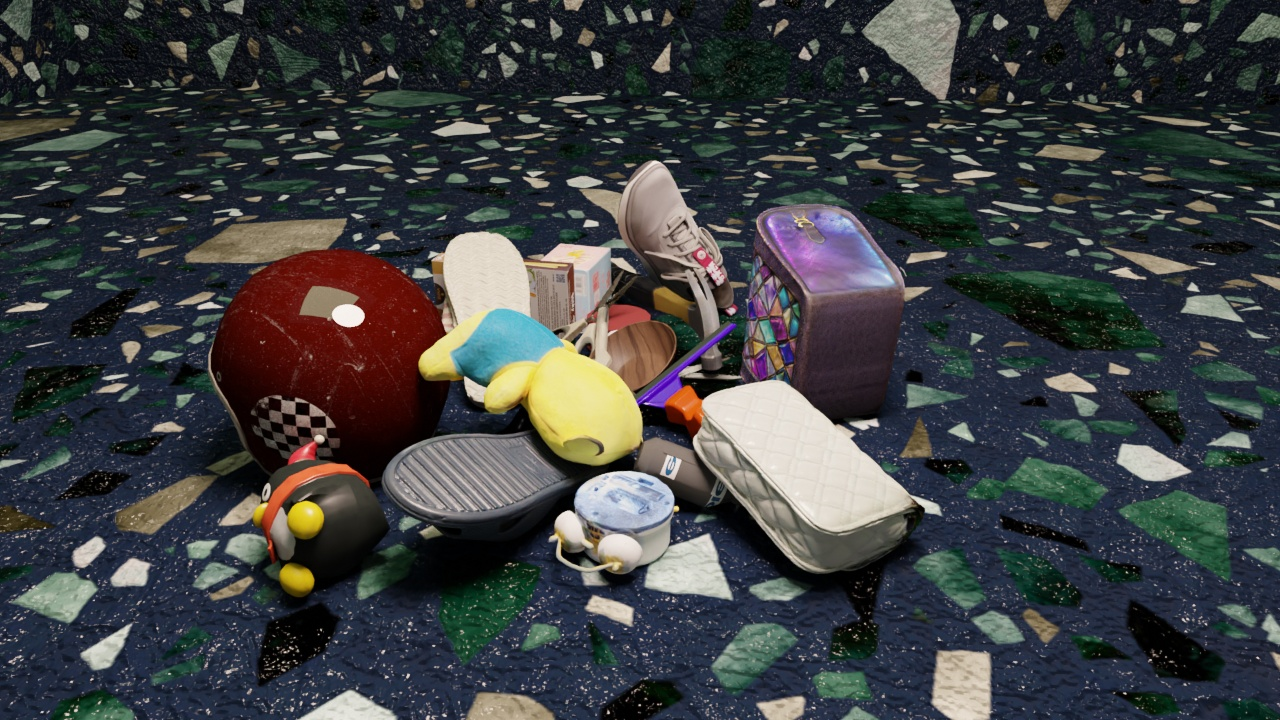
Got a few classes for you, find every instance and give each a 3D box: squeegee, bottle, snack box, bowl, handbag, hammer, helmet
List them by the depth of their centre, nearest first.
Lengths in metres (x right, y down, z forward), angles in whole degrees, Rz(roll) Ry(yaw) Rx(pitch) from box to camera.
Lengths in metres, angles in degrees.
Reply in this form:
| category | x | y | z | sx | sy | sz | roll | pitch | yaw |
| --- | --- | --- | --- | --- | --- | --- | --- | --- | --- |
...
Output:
| category | x | y | z | sx | sy | sz | roll | pitch | yaw |
| --- | --- | --- | --- | --- | --- | --- | --- | --- | --- |
| handbag | 0.144 | 0.102 | 0.834 | 0.138 | 0.073 | 0.195 | -10 | 42 | -34 |
| bottle | 0.049 | 0.111 | 0.875 | 0.112 | 0.047 | 0.046 | 22 | 27 | -5 |
| helmet | -0.310 | 0.008 | 0.941 | 0.234 | 0.254 | 0.232 | 15 | 39 | 12 |
| squeegee | 0.077 | 0.067 | 0.967 | 0.249 | 0.055 | 0.185 | -38 | 43 | -24 |
| handbag | 0.193 | -0.056 | 1.058 | 0.125 | 0.205 | 0.221 | -7 | 33 | -13 |
| bowl | -0.007 | 0.006 | 1.085 | 0.119 | 0.032 | 0.119 | -19 | 39 | 16 |
| hammer | 0.016 | -0.087 | 1.220 | 0.025 | 0.118 | 0.333 | -15 | 21 | -21 |
| snack box | -0.181 | -0.084 | 1.224 | 0.186 | 0.101 | 0.031 | 6 | 27 | 12 |
| snack box | -0.091 | -0.102 | 1.268 | 0.079 | 0.093 | 0.094 | 8 | 28 | 16 |

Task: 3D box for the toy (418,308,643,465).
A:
| category | x | y | z | sx | sy | sz | roll | pitch | yaw |
| --- | --- | --- | --- | --- | --- | --- | --- | --- | --- |
| toy | -0.087 | 0.023 | 0.889 | 0.214 | 0.084 | 0.148 | 35 | 28 | 9 |

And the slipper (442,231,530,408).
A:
| category | x | y | z | sx | sy | sz | roll | pitch | yaw |
| --- | --- | --- | --- | --- | --- | --- | --- | --- | --- |
| slipper | -0.188 | -0.048 | 1.125 | 0.115 | 0.052 | 0.262 | -8 | 56 | -10 |

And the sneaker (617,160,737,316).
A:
| category | x | y | z | sx | sy | sz | roll | pitch | yaw |
| --- | --- | --- | --- | --- | --- | --- | --- | --- | --- |
| sneaker | 0.056 | -0.154 | 1.235 | 0.129 | 0.263 | 0.096 | 32 | 72 | 35 |

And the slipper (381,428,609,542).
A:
| category | x | y | z | sx | sy | sz | roll | pitch | yaw |
| --- | --- | --- | --- | --- | --- | --- | --- | --- | --- |
| slipper | -0.128 | 0.123 | 0.840 | 0.101 | 0.083 | 0.263 | 39 | 23 | 26 |

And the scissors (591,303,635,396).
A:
| category | x | y | z | sx | sy | sz | roll | pitch | yaw |
| --- | --- | --- | --- | --- | --- | --- | --- | --- | --- |
| scissors | -0.066 | 0.001 | 1.090 | 0.200 | 0.015 | 0.178 | 8 | 54 | 38 |

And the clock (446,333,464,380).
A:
| category | x | y | z | sx | sy | sz | roll | pitch | yaw |
| --- | --- | --- | --- | --- | --- | --- | --- | --- | --- |
| clock | -0.234 | -0.016 | 1.157 | 0.099 | 0.044 | 0.129 | -3 | 34 | -6 |

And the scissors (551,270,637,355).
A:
| category | x | y | z | sx | sy | sz | roll | pitch | yaw |
| --- | --- | --- | --- | --- | --- | --- | --- | --- | --- |
| scissors | -0.072 | -0.047 | 1.159 | 0.154 | 0.012 | 0.163 | -11 | 54 | 24 |

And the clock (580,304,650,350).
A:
| category | x | y | z | sx | sy | sz | roll | pitch | yaw |
| --- | --- | --- | --- | --- | --- | --- | --- | --- | --- |
| clock | -0.023 | -0.034 | 1.184 | 0.087 | 0.044 | 0.124 | -15 | 30 | -28 |

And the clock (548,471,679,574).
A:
| category | x | y | z | sx | sy | sz | roll | pitch | yaw |
| --- | --- | --- | --- | --- | --- | --- | --- | --- | --- |
| clock | -0.023 | 0.147 | 0.811 | 0.089 | 0.052 | 0.125 | 19 | 32 | 32 |

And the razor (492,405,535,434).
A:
| category | x | y | z | sx | sy | sz | roll | pitch | yaw |
| --- | --- | --- | --- | --- | --- | --- | --- | --- | --- |
| razor | -0.138 | 0.083 | 0.926 | 0.053 | 0.064 | 0.140 | 21 | 32 | 38 |

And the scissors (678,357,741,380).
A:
| category | x | y | z | sx | sy | sz | roll | pitch | yaw |
| --- | --- | --- | --- | --- | --- | --- | --- | --- | --- |
| scissors | 0.035 | 0.014 | 1.122 | 0.165 | 0.014 | 0.141 | 17 | 34 | 33 |

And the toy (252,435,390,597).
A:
| category | x | y | z | sx | sy | sz | roll | pitch | yaw |
| --- | --- | --- | --- | --- | --- | --- | --- | --- | --- |
| toy | -0.283 | 0.130 | 0.795 | 0.119 | 0.098 | 0.099 | 33 | 28 | 35 |
